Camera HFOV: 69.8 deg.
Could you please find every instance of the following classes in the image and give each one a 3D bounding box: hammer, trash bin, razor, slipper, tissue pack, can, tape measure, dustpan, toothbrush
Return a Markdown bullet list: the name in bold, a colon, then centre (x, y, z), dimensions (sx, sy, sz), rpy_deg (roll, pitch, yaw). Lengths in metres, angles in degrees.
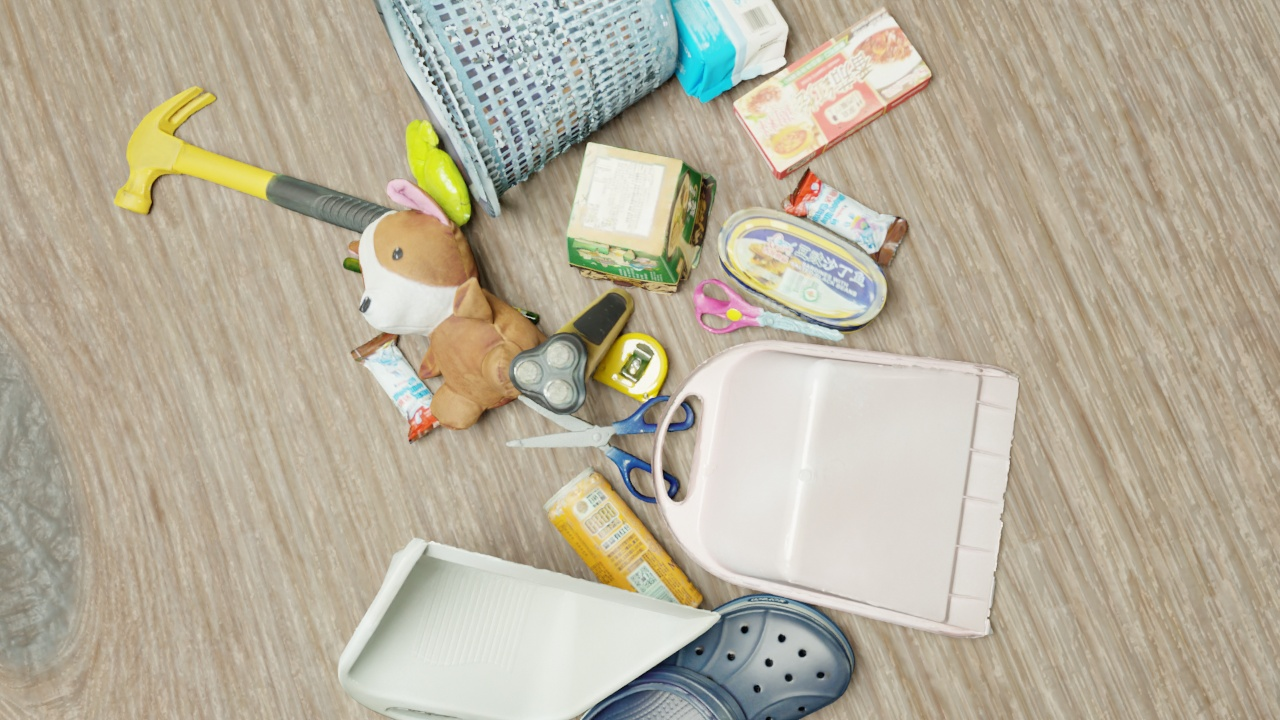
- **hammer**: centre (-0.332, -0.158, 0.837), dimensions (0.301, 0.033, 0.129), rpy_deg (19, 90, 8)
- **trash bin**: centre (-0.085, -0.257, 0.738), dimensions (0.195, 0.227, 0.226), rpy_deg (-28, 83, -9)
- **razor**: centre (-0.044, -0.017, 0.736), dimensions (0.062, 0.167, 0.068), rpy_deg (32, 123, 3)
- **slipper**: centre (0.047, 0.273, 0.733), dimensions (0.253, 0.095, 0.105), rpy_deg (-30, 86, 7)
- **tissue pack**: centre (0.054, -0.293, 0.776), dimensions (0.090, 0.063, 0.140), rpy_deg (-28, 83, -17)
- **can**: centre (0.133, -0.075, 0.766), dimensions (0.148, 0.049, 0.074), rpy_deg (28, 89, 8)
- **tape measure**: centre (-0.005, 0.005, 0.788), dimensions (0.060, 0.029, 0.057), rpy_deg (26, 89, 8)
- **dustpan**: centre (-0.108, 0.226, 0.687), dimensions (0.222, 0.258, 0.142), rpy_deg (20, 73, -22)
- **toothbrush**: centre (-0.179, -0.062, 0.822), dimensions (0.186, 0.017, 0.012), rpy_deg (17, 86, 6)
- **can**: centre (-0.015, 0.161, 0.763), dimensions (0.058, 0.058, 0.146), rpy_deg (-41, 83, 2)
- **dustpan**: centre (0.158, 0.091, 0.758), dimensions (0.273, 0.139, 0.222), rpy_deg (15, 83, -25)

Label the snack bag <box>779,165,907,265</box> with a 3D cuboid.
- **snack bag**: centre (0.172, -0.122, 0.776), dimensions (0.105, 0.026, 0.045), rpy_deg (30, 80, 5)

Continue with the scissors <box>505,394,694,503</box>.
- **scissors**: centre (-0.023, 0.058, 0.752), dimensions (0.155, 0.012, 0.166), rpy_deg (-45, 114, -19)

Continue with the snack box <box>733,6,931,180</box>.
- **snack box**: centre (0.163, -0.228, 0.785), dimensions (0.153, 0.025, 0.075), rpy_deg (-32, 83, 4)

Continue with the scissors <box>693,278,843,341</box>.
- **scissors**: centre (0.104, -0.034, 0.757), dimensions (0.133, 0.017, 0.054), rpy_deg (16, 128, 27)

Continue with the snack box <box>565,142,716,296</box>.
- **snack box**: centre (-0.005, -0.124, 0.758), dimensions (0.118, 0.105, 0.117), rpy_deg (12, 87, 7)

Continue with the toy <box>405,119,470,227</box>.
- **toy**: centre (-0.178, -0.159, 0.800), dimensions (0.031, 0.097, 0.100), rpy_deg (-22, 53, -27)

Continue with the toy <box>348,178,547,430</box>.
- **toy**: centre (-0.169, -0.043, 0.758), dimensions (0.140, 0.130, 0.199), rpy_deg (-31, 88, 40)

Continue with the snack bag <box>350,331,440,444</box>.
- **snack bag**: centre (-0.211, 0.022, 0.813), dimensions (0.048, 0.026, 0.104), rpy_deg (-33, 83, -9)
